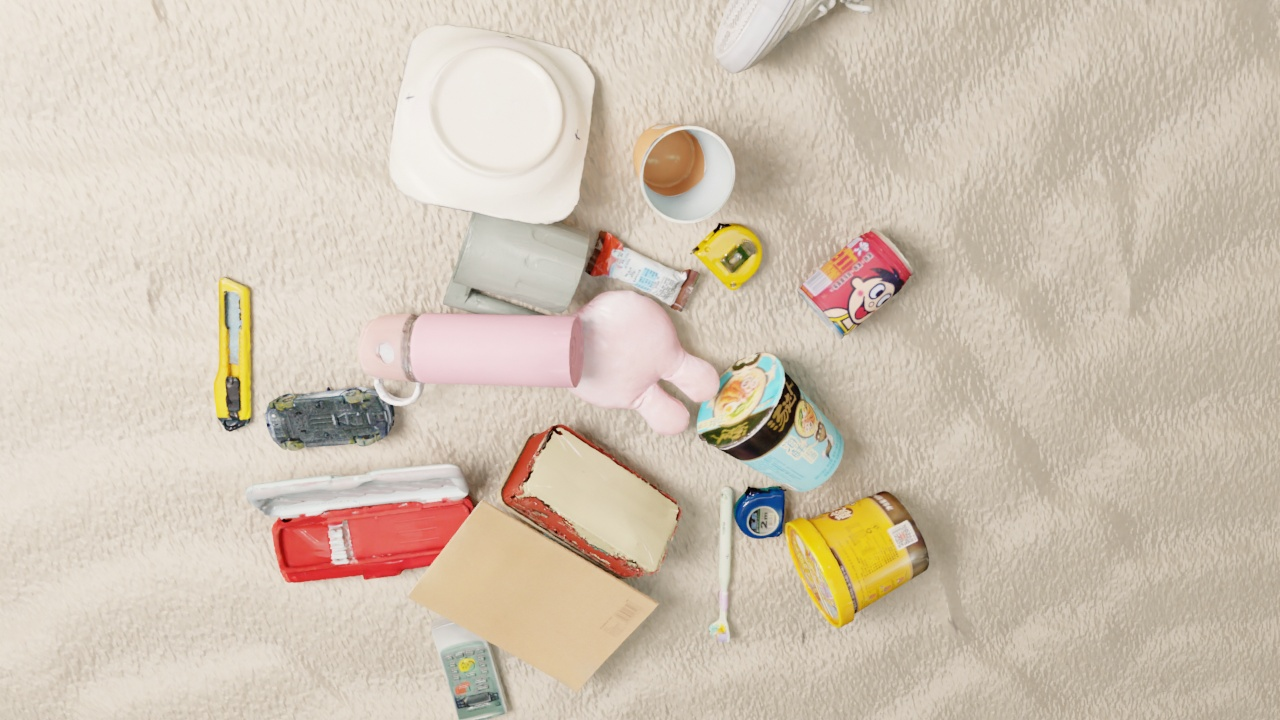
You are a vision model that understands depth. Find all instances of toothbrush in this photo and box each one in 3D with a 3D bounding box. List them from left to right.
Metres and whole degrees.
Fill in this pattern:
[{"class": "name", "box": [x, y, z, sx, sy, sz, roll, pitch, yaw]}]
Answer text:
[{"class": "toothbrush", "box": [0.091, 0.224, 1.004, 0.020, 0.029, 0.190, -20, 118, -46]}]

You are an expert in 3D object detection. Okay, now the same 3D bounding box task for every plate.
[{"class": "plate", "box": [-0.122, -0.204, 0.770, 0.163, 0.034, 0.164, 8, 82, -11]}]

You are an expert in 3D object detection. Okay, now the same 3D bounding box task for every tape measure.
[{"class": "tape measure", "box": [0.088, -0.101, 0.876, 0.057, 0.029, 0.060, -44, 110, 8]}, {"class": "tape measure", "box": [0.128, 0.162, 0.982, 0.054, 0.025, 0.058, -1, 106, -6]}]

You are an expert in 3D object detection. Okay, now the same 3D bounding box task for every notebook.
[{"class": "notebook", "box": [-0.109, 0.243, 0.932, 0.211, 0.012, 0.150, 33, 114, -13]}]

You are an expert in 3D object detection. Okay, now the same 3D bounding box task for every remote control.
[{"class": "remote control", "box": [-0.187, 0.337, 1.006, 0.056, 0.019, 0.135, -11, 111, -4]}]

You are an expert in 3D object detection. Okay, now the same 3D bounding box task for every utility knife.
[{"class": "utility knife", "box": [-0.381, -0.003, 0.854, 0.033, 0.015, 0.154, 3, 110, -12]}]

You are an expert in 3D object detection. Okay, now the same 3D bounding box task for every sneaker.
[{"class": "sneaker", "box": [0.158, -0.333, 0.774, 0.090, 0.089, 0.242, 34, 96, -22]}]

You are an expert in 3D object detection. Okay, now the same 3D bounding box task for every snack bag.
[{"class": "snack bag", "box": [0.002, -0.084, 0.872, 0.104, 0.026, 0.048, 19, 113, -15]}]

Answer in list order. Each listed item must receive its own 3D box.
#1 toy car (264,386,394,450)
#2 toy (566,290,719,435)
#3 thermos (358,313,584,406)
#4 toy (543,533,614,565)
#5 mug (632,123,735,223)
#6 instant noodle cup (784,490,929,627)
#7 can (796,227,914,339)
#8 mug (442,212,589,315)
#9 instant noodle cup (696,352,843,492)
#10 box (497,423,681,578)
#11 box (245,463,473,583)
[{"class": "toy car", "box": [-0.297, 0.054, 0.878, 0.121, 0.036, 0.054, -6, 112, 5]}, {"class": "toy", "box": [-0.005, 0.005, 0.888, 0.159, 0.054, 0.121, 38, 105, -13]}, {"class": "thermos", "box": [-0.154, 0.000, 0.837, 0.199, 0.067, 0.087, 0, 102, 7]}, {"class": "toy", "box": [-0.090, 0.229, 0.961, 0.156, 0.049, 0.161, 7, 101, -1]}, {"class": "mug", "box": [0.029, -0.170, 0.792, 0.078, 0.122, 0.078, -3, 111, -8]}, {"class": "instant noodle cup", "box": [0.229, 0.203, 0.967, 0.114, 0.118, 0.118, -24, 112, -7]}, {"class": "can", "box": [0.207, -0.075, 0.882, 0.094, 0.066, 0.066, -42, 110, 8]}, {"class": "mug", "box": [-0.115, -0.082, 0.836, 0.103, 0.083, 0.124, 17, 134, -15]}, {"class": "instant noodle cup", "box": [0.137, 0.069, 0.912, 0.120, 0.111, 0.111, 37, 101, -26]}, {"class": "box", "box": [-0.045, 0.141, 0.903, 0.168, 0.078, 0.091, 36, 59, -18]}, {"class": "box", "box": [-0.267, 0.153, 0.904, 0.201, 0.065, 0.160, -6, 131, -5]}]
